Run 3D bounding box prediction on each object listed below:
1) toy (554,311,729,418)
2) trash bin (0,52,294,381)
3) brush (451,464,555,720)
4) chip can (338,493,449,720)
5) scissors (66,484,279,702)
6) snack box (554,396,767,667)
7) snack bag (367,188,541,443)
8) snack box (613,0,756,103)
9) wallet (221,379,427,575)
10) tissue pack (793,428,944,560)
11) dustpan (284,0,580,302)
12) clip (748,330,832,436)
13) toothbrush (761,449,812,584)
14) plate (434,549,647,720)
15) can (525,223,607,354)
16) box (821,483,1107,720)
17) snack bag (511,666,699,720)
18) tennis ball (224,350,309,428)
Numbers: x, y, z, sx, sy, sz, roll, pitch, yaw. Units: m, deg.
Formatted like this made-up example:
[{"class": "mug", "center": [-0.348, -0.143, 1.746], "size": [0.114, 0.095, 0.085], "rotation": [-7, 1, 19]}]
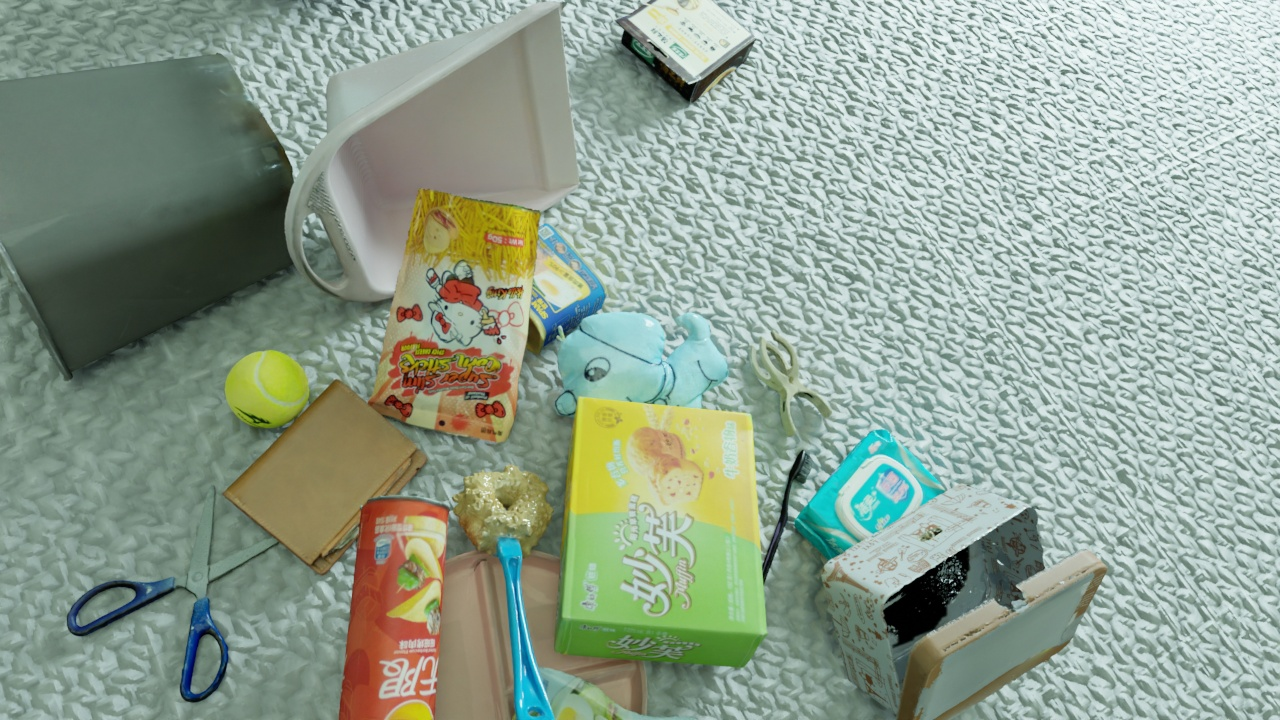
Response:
[{"class": "toy", "center": [-0.005, 0.005, 0.852], "size": [0.156, 0.050, 0.161], "rotation": [39, 73, -6]}, {"class": "trash bin", "center": [-0.420, -0.134, 0.759], "size": [0.219, 0.200, 0.198], "rotation": [-28, 74, -29]}, {"class": "brush", "center": [-0.096, 0.174, 0.705], "size": [0.083, 0.046, 0.254], "rotation": [4, 37, -20]}, {"class": "chip can", "center": [-0.182, 0.212, 0.680], "size": [0.073, 0.073, 0.216], "rotation": [4, 65, -10]}, {"class": "scissors", "center": [-0.358, 0.182, 0.720], "size": [0.162, 0.012, 0.175], "rotation": [-6, 65, -15]}, {"class": "snack box", "center": [0.016, 0.137, 0.759], "size": [0.157, 0.070, 0.209], "rotation": [6, 51, -6]}, {"class": "snack bag", "center": [-0.157, -0.039, 0.799], "size": [0.128, 0.073, 0.208], "rotation": [11, 96, -7]}, {"class": "snack box", "center": [0.047, -0.358, 1.029], "size": [0.113, 0.053, 0.125], "rotation": [44, 65, 9]}, {"class": "wallet", "center": [-0.258, 0.096, 0.765], "size": [0.108, 0.031, 0.131], "rotation": [40, 67, -3]}, {"class": "tissue pack", "center": [0.208, 0.137, 0.839], "size": [0.093, 0.050, 0.133], "rotation": [43, 65, 7]}, {"class": "dustpan", "center": [-0.169, -0.158, 0.808], "size": [0.273, 0.223, 0.138], "rotation": [-14, 56, -4]}, {"class": "clip", "center": [0.142, 0.020, 0.889], "size": [0.070, 0.035, 0.100], "rotation": [-23, 77, -22]}, {"class": "toothbrush", "center": [0.124, 0.164, 0.830], "size": [0.016, 0.014, 0.188], "rotation": [30, 63, -11]}, {"class": "plate", "center": [-0.109, 0.264, 0.727], "size": [0.229, 0.028, 0.229], "rotation": [5, 66, -10]}, {"class": "can", "center": [-0.094, -0.070, 0.867], "size": [0.083, 0.057, 0.102], "rotation": [-35, 77, -26]}, {"class": "box", "center": [0.268, 0.214, 0.743], "size": [0.180, 0.148, 0.146], "rotation": [-24, 107, -21]}, {"class": "snack bag", "center": [-0.011, 0.312, 0.691], "size": [0.191, 0.039, 0.110], "rotation": [21, 53, -4]}, {"class": "tennis ball", "center": [-0.313, 0.024, 0.771], "size": [0.065, 0.066, 0.065], "rotation": [5, 65, -10]}]
